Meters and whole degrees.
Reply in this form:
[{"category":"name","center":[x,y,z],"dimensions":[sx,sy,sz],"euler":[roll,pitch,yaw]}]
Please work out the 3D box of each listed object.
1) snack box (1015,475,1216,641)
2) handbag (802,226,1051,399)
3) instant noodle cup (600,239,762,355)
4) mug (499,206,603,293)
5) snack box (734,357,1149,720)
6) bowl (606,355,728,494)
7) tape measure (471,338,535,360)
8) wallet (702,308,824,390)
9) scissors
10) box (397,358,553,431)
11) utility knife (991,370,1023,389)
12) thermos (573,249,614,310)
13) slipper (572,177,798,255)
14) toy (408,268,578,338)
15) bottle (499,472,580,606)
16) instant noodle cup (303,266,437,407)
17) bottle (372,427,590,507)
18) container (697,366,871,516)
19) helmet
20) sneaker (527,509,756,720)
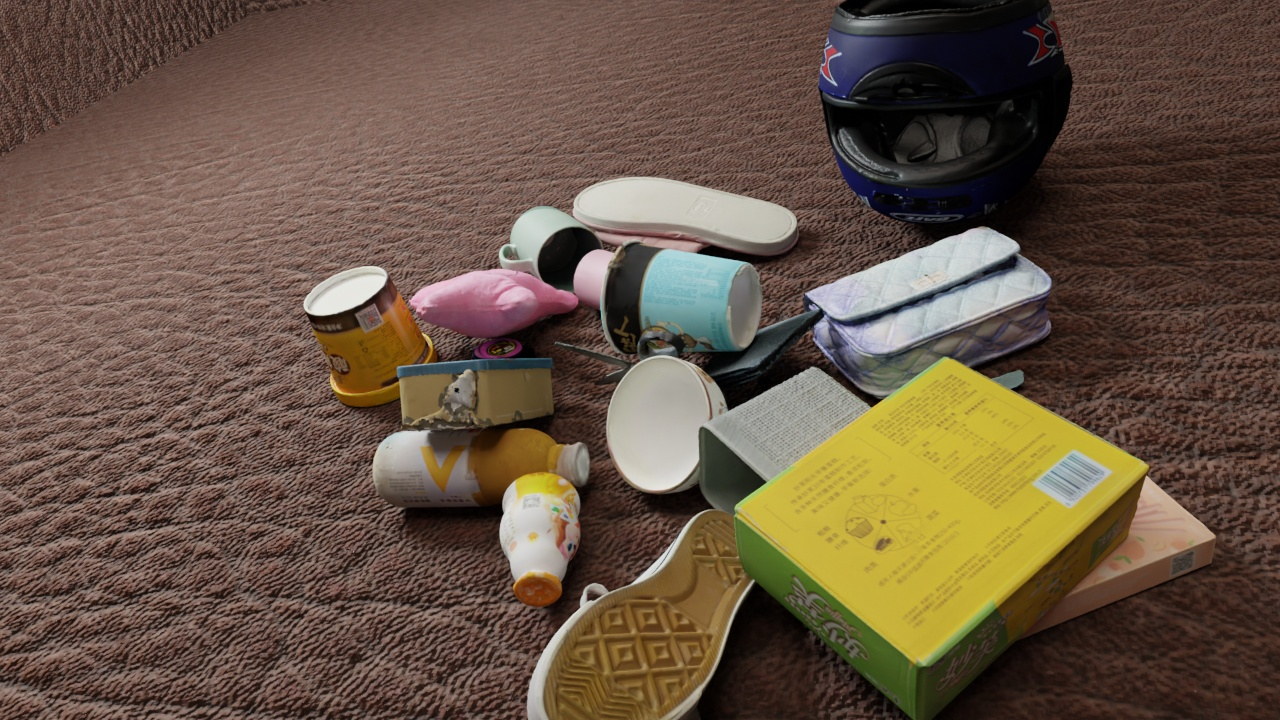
[{"category":"snack box","center":[0.286,0.126,0.616],"dimensions":[0.157,0.026,0.084],"euler":[-19,35,-5]},{"category":"handbag","center":[0.261,-0.050,0.829],"dimensions":[0.193,0.076,0.134],"euler":[-21,35,-8]},{"category":"instant noodle cup","center":[0.042,-0.053,0.833],"dimensions":[0.121,0.111,0.111],"euler":[7,41,29]},{"category":"mug","center":[-0.114,-0.129,1.078],"dimensions":[0.111,0.082,0.106],"euler":[-18,31,-21]},{"category":"snack box","center":[0.189,0.103,0.590],"dimensions":[0.209,0.070,0.158],"euler":[-32,43,-22]},{"category":"bowl","center":[0.031,0.056,0.769],"dimensions":[0.113,0.113,0.062],"euler":[22,6,42]},{"category":"tape measure","center":[-0.144,0.005,0.947],"dimensions":[0.058,0.039,0.056],"euler":[10,33,24]},{"category":"wallet","center":[0.102,-0.007,0.836],"dimensions":[0.097,0.019,0.121],"euler":[-40,10,-29]},{"category":"scissors","center":[-0.001,0.007,0.834],"dimensions":[0.181,0.160,0.014],"euler":[22,64,9]},{"category":"box","center":[-0.141,0.028,0.831],"dimensions":[0.090,0.060,0.184],"euler":[-4,1,14]},{"category":"utility knife","center":[0.221,0.046,0.766],"dimensions":[0.216,0.013,0.029],"euler":[-19,40,-4]},{"category":"thermos","center":[0.019,-0.075,0.953],"dimensions":[0.067,0.087,0.199],"euler":[-19,28,-40]},{"category":"slipper","center":[0.051,-0.160,1.084],"dimensions":[0.275,0.054,0.113],"euler":[11,45,17]},{"category":"toy","center":[-0.174,-0.060,0.982],"dimensions":[0.179,0.074,0.194],"euler":[-1,5,17]},{"category":"bottle","center":[-0.078,0.138,0.712],"dimensions":[0.063,0.063,0.108],"euler":[-12,35,5]},{"category":"instant noodle cup","center":[-0.294,-0.029,0.989],"dimensions":[0.118,0.114,0.118],"euler":[-10,36,7]},{"category":"bottle","center":[-0.137,0.093,0.796],"dimensions":[0.190,0.068,0.067],"euler":[-3,37,17]},{"category":"container","center":[0.116,0.073,0.696],"dimensions":[0.114,0.090,0.090],"euler":[-29,50,-23]},{"category":"helmet","center":[0.307,-0.258,0.948],"dimensions":[0.248,0.241,0.314],"euler":[4,28,26]},{"category":"sneaker","center":[0.004,0.184,0.595],"dimensions":[0.118,0.088,0.240],"euler":[37,32,13]}]
